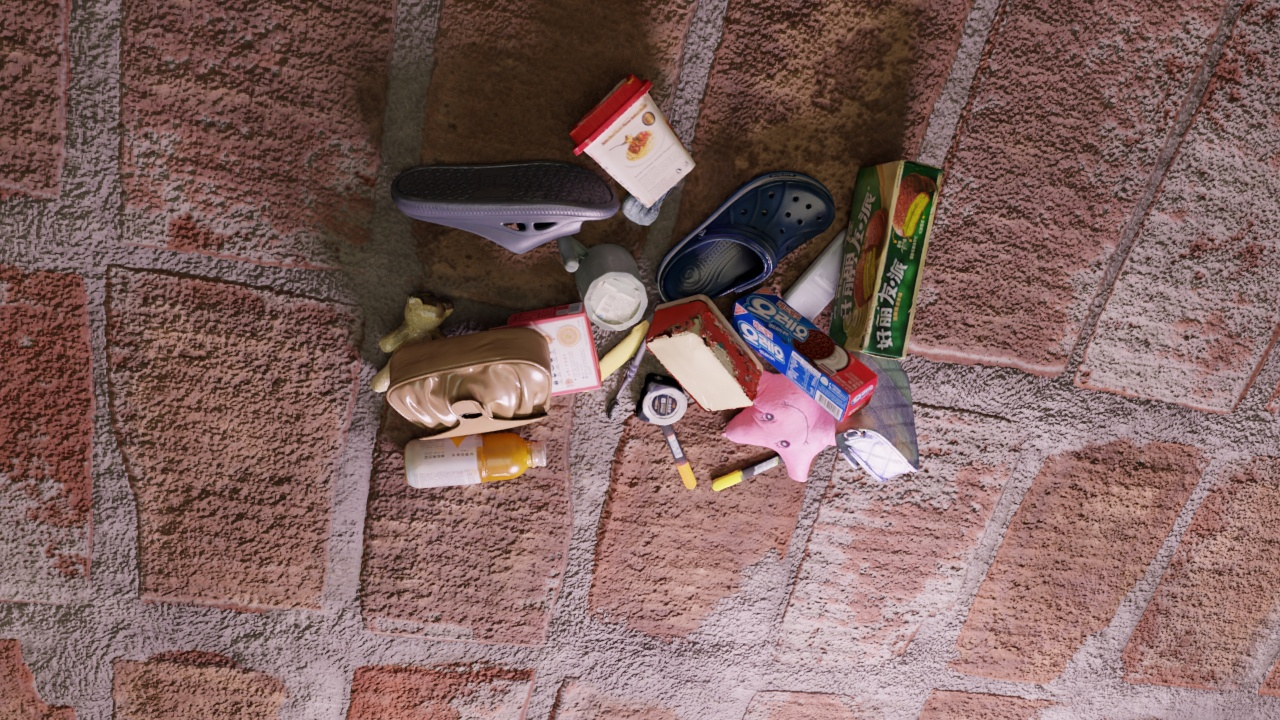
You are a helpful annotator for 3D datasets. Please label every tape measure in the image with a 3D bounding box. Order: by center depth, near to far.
[{"bbox_3d":[0.031,0.056,1.277,0.066,0.033,0.066,15,113,-13],"label":"tape measure"}]

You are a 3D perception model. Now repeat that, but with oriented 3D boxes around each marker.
[{"bbox_3d":[0.054,0.134,1.329,0.018,0.015,0.124,-23,114,0],"label":"marker"},{"bbox_3d":[0.163,0.163,1.360,0.124,0.015,0.018,-23,117,-1],"label":"marker"}]

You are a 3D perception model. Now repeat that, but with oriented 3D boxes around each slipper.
[{"bbox_3d":[-0.161,-0.183,1.106,0.268,0.110,0.083,1,131,-4],"label":"slipper"},{"bbox_3d":[0.130,-0.149,1.167,0.253,0.095,0.105,-31,118,10],"label":"slipper"}]

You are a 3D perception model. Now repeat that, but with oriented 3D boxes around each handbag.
[{"bbox_3d":[-0.207,0.037,1.144,0.204,0.099,0.148,-10,141,5],"label":"handbag"},{"bbox_3d":[0.310,0.062,1.235,0.076,0.193,0.134,-26,125,31],"label":"handbag"}]

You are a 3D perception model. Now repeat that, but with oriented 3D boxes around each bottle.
[{"bbox_3d":[-0.224,0.134,1.253,0.189,0.068,0.068,-4,115,-7],"label":"bottle"}]

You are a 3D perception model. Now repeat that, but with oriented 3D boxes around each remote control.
[{"bbox_3d":[0.252,-0.114,1.240,0.056,0.020,0.136,35,105,-23],"label":"remote control"}]

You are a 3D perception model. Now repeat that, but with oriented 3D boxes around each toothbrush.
[{"bbox_3d":[-0.007,0.007,1.248,0.014,0.016,0.189,14,118,-24],"label":"toothbrush"}]

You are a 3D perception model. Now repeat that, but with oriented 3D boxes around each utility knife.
[{"bbox_3d":[-0.031,-0.008,1.247,0.152,0.018,0.031,-41,110,8],"label":"utility knife"}]

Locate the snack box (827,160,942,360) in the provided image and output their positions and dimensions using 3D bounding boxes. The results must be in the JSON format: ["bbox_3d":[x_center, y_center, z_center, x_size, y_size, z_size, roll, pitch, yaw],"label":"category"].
[{"bbox_3d":[0.304,-0.125,1.156,0.063,0.114,0.240,9,95,-13],"label":"snack box"}]

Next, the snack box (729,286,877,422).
[{"bbox_3d":[0.205,-0.012,1.179,0.058,0.207,0.057,-30,146,-27],"label":"snack box"}]

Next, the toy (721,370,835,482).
[{"bbox_3d":[0.202,0.088,1.294,0.179,0.074,0.194,-19,106,22],"label":"toy"}]

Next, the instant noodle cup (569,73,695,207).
[{"bbox_3d":[-0.006,-0.254,1.074,0.117,0.116,0.124,-41,106,10],"label":"instant noodle cup"}]

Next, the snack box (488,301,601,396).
[{"bbox_3d":[-0.123,-0.010,1.212,0.127,0.044,0.113,-9,116,3],"label":"snack box"}]

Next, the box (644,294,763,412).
[{"bbox_3d":[0.085,0.001,1.202,0.091,0.079,0.168,-12,136,35],"label":"box"}]

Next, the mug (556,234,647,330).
[{"bbox_3d":[-0.052,-0.104,1.151,0.124,0.103,0.084,37,105,-23],"label":"mug"}]

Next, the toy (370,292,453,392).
[{"bbox_3d":[-0.298,-0.020,1.179,0.105,0.066,0.157,9,122,-45],"label":"toy"}]

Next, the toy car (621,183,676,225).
[{"bbox_3d":[0.017,-0.219,1.148,0.049,0.031,0.106,25,108,-20],"label":"toy car"}]
